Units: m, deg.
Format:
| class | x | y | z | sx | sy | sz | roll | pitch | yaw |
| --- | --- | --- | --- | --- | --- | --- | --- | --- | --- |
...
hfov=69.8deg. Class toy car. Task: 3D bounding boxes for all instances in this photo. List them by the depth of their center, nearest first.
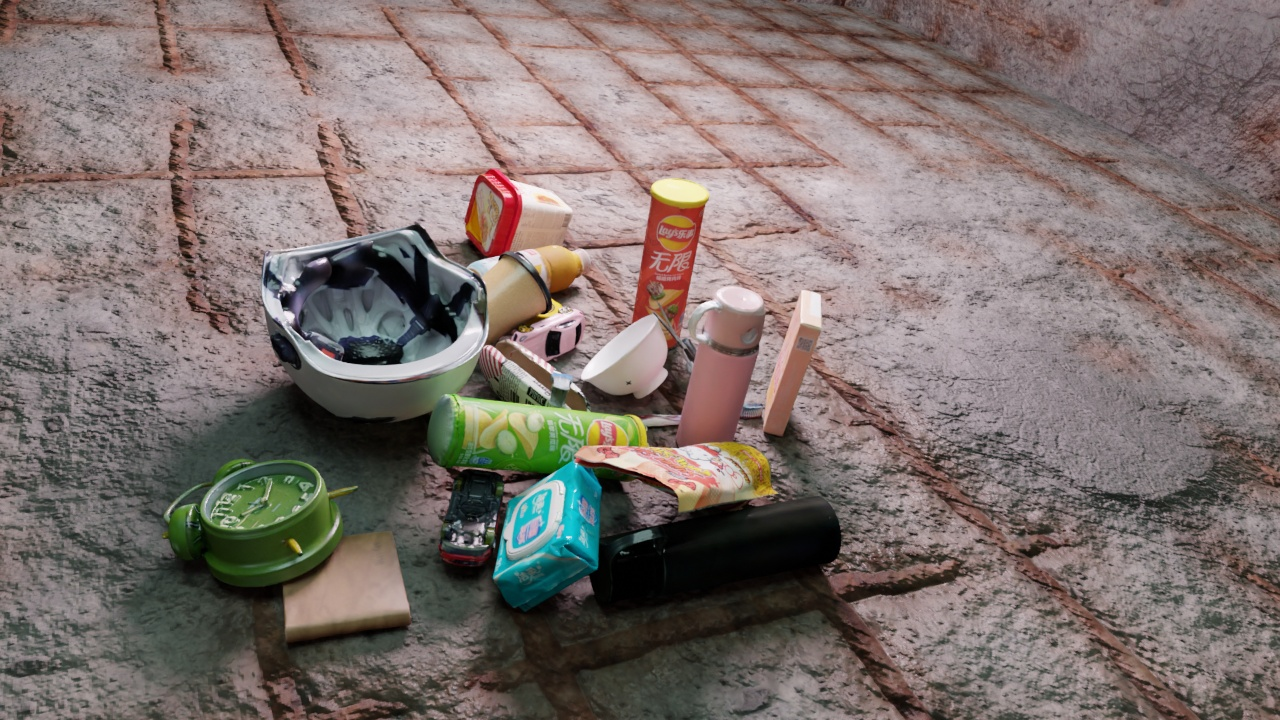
| class | x | y | z | sx | sy | sz | roll | pitch | yaw |
| --- | --- | --- | --- | --- | --- | --- | --- | --- | --- |
| toy car | -0.158 | 0.150 | 0.867 | 0.053 | 0.045 | 0.120 | 8 | 28 | -3 |
| toy car | -0.112 | -0.026 | 1.138 | 0.037 | 0.056 | 0.122 | 25 | 35 | 31 |

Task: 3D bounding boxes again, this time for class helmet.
| class | x | y | z | sx | sy | sz | roll | pitch | yaw |
| --- | --- | --- | --- | --- | --- | --- | --- | --- | --- |
| helmet | -0.285 | -0.021 | 0.994 | 0.228 | 0.146 | 0.258 | -22 | 55 | -35 |

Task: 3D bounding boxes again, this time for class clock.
| class | x | y | z | sx | sy | sz | roll | pitch | yaw |
| --- | --- | --- | --- | --- | --- | --- | --- | --- | --- |
| clock | -0.341 | 0.137 | 0.808 | 0.161 | 0.056 | 0.115 | 5 | 30 | 14 |

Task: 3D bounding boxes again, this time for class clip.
| class | x | y | z | sx | sy | sz | roll | pitch | yaw |
| --- | --- | --- | --- | --- | --- | --- | --- | --- | --- |
| clip | -0.086 | 0.029 | 0.985 | 0.024 | 0.027 | 0.056 | 12 | 23 | -7 |

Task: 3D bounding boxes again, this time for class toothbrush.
| class | x | y | z | sx | sy | sz | roll | pitch | yaw |
| --- | --- | --- | --- | --- | --- | --- | --- | --- | --- |
| toothbrush | 0.064 | 0.065 | 1.089 | 0.187 | 0.017 | 0.016 | -3 | 35 | -22 |

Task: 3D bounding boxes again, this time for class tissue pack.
| class | x | y | z | sx | sy | sz | roll | pitch | yaw |
| --- | --- | --- | --- | --- | --- | --- | --- | --- | --- |
| tissue pack | -0.083 | 0.155 | 0.838 | 0.050 | 0.093 | 0.133 | 47 | 22 | -25 |

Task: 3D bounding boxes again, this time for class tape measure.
| class | x | y | z | sx | sy | sz | roll | pitch | yaw |
| --- | --- | --- | --- | --- | --- | --- | --- | --- | --- |
| tape measure | -0.131 | -0.061 | 1.207 | 0.060 | 0.029 | 0.057 | 34 | 38 | 30 |

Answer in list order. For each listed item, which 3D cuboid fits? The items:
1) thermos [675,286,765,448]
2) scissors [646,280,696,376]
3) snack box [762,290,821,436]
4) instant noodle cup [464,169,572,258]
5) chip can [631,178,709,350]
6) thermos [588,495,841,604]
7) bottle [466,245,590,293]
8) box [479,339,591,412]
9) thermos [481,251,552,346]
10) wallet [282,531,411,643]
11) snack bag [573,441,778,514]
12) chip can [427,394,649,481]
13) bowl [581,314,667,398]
| class | x | y | z | sx | sy | sz | roll | pitch | yaw |
| --- | --- | --- | --- | --- | --- | --- | --- | --- | --- |
| thermos | 0.080 | 0.017 | 1.002 | 0.087 | 0.199 | 0.067 | -9 | 40 | -26 |
| scissors | 0.049 | -0.017 | 1.115 | 0.014 | 0.180 | 0.159 | -28 | 67 | 11 |
| snack box | 0.180 | 0.004 | 1.089 | 0.026 | 0.158 | 0.084 | 15 | 33 | 2 |
| instant noodle cup | -0.177 | -0.208 | 1.349 | 0.124 | 0.117 | 0.116 | 0 | 33 | -39 |
| chip can | 0.033 | -0.120 | 1.175 | 0.073 | 0.217 | 0.073 | 7 | 33 | -5 |
| thermos | 0.076 | 0.175 | 0.865 | 0.242 | 0.090 | 0.068 | -5 | 57 | -25 |
| bottle | -0.150 | -0.117 | 1.249 | 0.189 | 0.068 | 0.068 | -20 | 45 | -39 |
| box | -0.129 | 0.040 | 1.028 | 0.163 | 0.076 | 0.073 | 35 | 35 | 28 |
| thermos | -0.178 | -0.067 | 1.127 | 0.093 | 0.093 | 0.143 | 35 | 63 | 31 |
| wallet | -0.259 | 0.193 | 0.799 | 0.101 | 0.020 | 0.115 | -3 | 33 | -23 |
| snack bag | 0.044 | 0.112 | 0.888 | 0.129 | 0.073 | 0.207 | 22 | 6 | 34 |
| chip can | -0.102 | 0.080 | 0.923 | 0.221 | 0.073 | 0.072 | 9 | 31 | -29 |
| bowl | -0.007 | 0.006 | 1.100 | 0.065 | 0.119 | 0.118 | 50 | 32 | -13 |
